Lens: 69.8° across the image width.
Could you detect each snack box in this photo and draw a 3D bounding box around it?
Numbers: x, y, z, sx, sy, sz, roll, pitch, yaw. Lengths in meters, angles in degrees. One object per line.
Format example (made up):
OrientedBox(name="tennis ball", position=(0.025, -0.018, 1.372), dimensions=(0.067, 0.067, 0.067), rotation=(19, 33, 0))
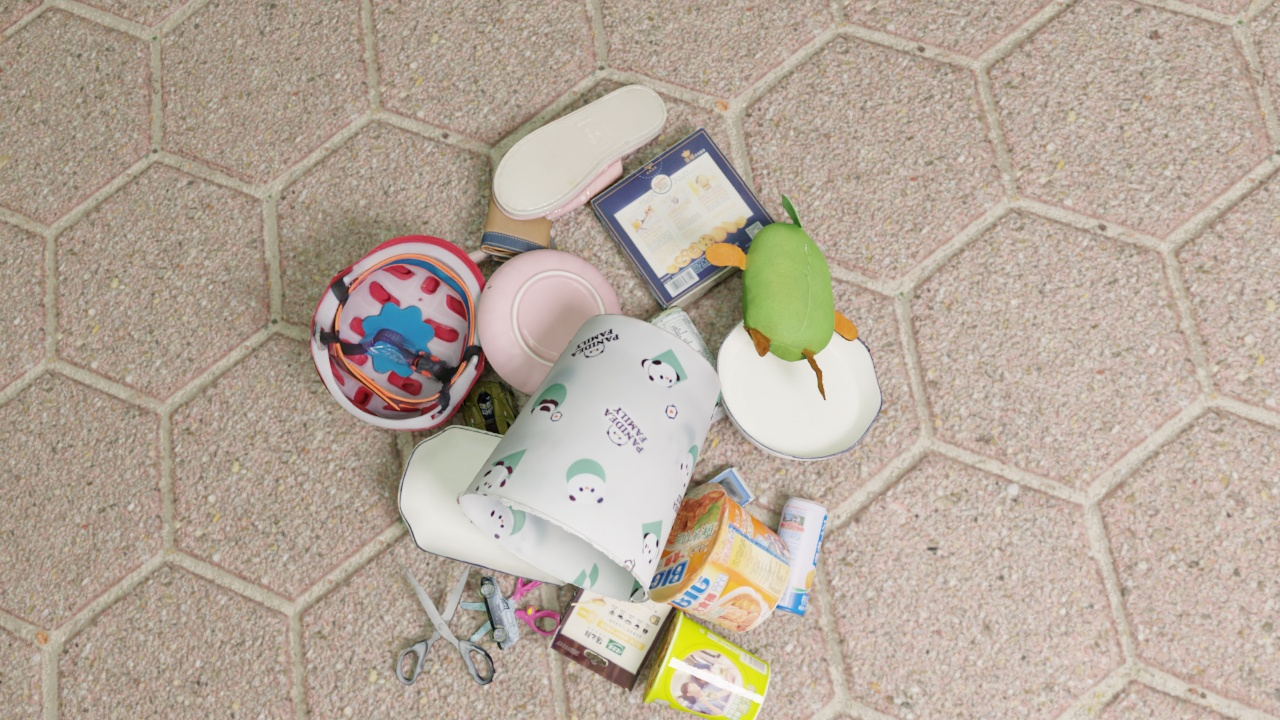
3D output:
OrientedBox(name="snack box", position=(-0.029, 0.303, 1.085), dimensions=(0.113, 0.053, 0.125), rotation=(30, 86, -3))
OrientedBox(name="snack box", position=(0.058, -0.181, 1.196), dimensions=(0.178, 0.046, 0.182), rotation=(-34, 76, -1))

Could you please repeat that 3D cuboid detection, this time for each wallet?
OrientedBox(name="wallet", position=(-0.159, -0.180, 1.203), dimensions=(0.090, 0.033, 0.115), rotation=(13, 62, -18))

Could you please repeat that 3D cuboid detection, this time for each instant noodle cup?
OrientedBox(name="instant noodle cup", position=(0.079, 0.363, 1.051), dimensions=(0.123, 0.112, 0.111), rotation=(23, 81, 3))
OrientedBox(name="instant noodle cup", position=(0.092, 0.231, 1.047), dimensions=(0.111, 0.151, 0.151), rotation=(34, 82, -17))

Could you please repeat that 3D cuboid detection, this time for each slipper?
OrientedBox(name="slipper", position=(-0.080, -0.274, 1.223), dimensions=(0.274, 0.054, 0.114), rotation=(-39, 81, -16))

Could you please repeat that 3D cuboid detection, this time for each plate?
OrientedBox(name="plate", position=(0.186, 0.031, 1.106), dimensions=(0.205, 0.046, 0.204), rotation=(5, 61, -9))
OrientedBox(name="plate", position=(-0.106, -0.049, 1.145), dimensions=(0.192, 0.039, 0.192), rotation=(3, 81, -22))
OrientedBox(name="plate", position=(-0.161, 0.176, 1.125), dimensions=(0.265, 0.034, 0.162), rotation=(14, 87, -3))

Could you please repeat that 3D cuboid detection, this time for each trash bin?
OrientedBox(name="trash bin", position=(-0.041, 0.101, 1.014), dimensions=(0.229, 0.230, 0.251), rotation=(23, 65, 11))

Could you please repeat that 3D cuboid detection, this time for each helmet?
OrientedBox(name="helmet", position=(-0.302, -0.030, 1.152), dimensions=(0.207, 0.144, 0.239), rotation=(31, 71, -17))

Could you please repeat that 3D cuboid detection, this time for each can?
OrientedBox(name="can", position=(0.064, 0.007, 1.149), dimensions=(0.058, 0.058, 0.146), rotation=(-31, 77, -1))
OrientedBox(name="can", position=(0.183, 0.232, 1.089), dimensions=(0.053, 0.053, 0.134), rotation=(14, 80, 9))

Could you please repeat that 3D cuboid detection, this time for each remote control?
OrientedBox(name="remote control", position=(0.077, 0.183, 1.127), dimensions=(0.125, 0.024, 0.049), rotation=(-34, 77, 0))

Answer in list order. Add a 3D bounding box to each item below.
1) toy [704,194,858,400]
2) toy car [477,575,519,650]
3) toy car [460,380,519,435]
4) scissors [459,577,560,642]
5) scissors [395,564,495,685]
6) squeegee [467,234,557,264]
OrientedBox(name="toy", position=(0.172, -0.074, 1.081), dimensions=(0.227, 0.090, 0.246), rotation=(29, 48, -24))
OrientedBox(name="toy car", position=(-0.172, 0.304, 1.108), dimensions=(0.034, 0.043, 0.090), rotation=(-16, 77, -17))
OrientedBox(name="toy car", position=(-0.179, 0.102, 1.167), dimensions=(0.070, 0.042, 0.158), rotation=(-22, 79, 2))
OrientedBox(name="scissors", position=(-0.160, 0.298, 1.135), dimensions=(0.133, 0.017, 0.118), rotation=(3, 80, 11))
OrientedBox(name="scissors", position=(-0.237, 0.327, 1.114), dimensions=(0.159, 0.014, 0.178), rotation=(28, 100, 1))
OrientedBox(name="squeegee", position=(-0.235, -0.124, 1.222), dimensions=(0.249, 0.040, 0.247), rotation=(-25, 77, 1))
